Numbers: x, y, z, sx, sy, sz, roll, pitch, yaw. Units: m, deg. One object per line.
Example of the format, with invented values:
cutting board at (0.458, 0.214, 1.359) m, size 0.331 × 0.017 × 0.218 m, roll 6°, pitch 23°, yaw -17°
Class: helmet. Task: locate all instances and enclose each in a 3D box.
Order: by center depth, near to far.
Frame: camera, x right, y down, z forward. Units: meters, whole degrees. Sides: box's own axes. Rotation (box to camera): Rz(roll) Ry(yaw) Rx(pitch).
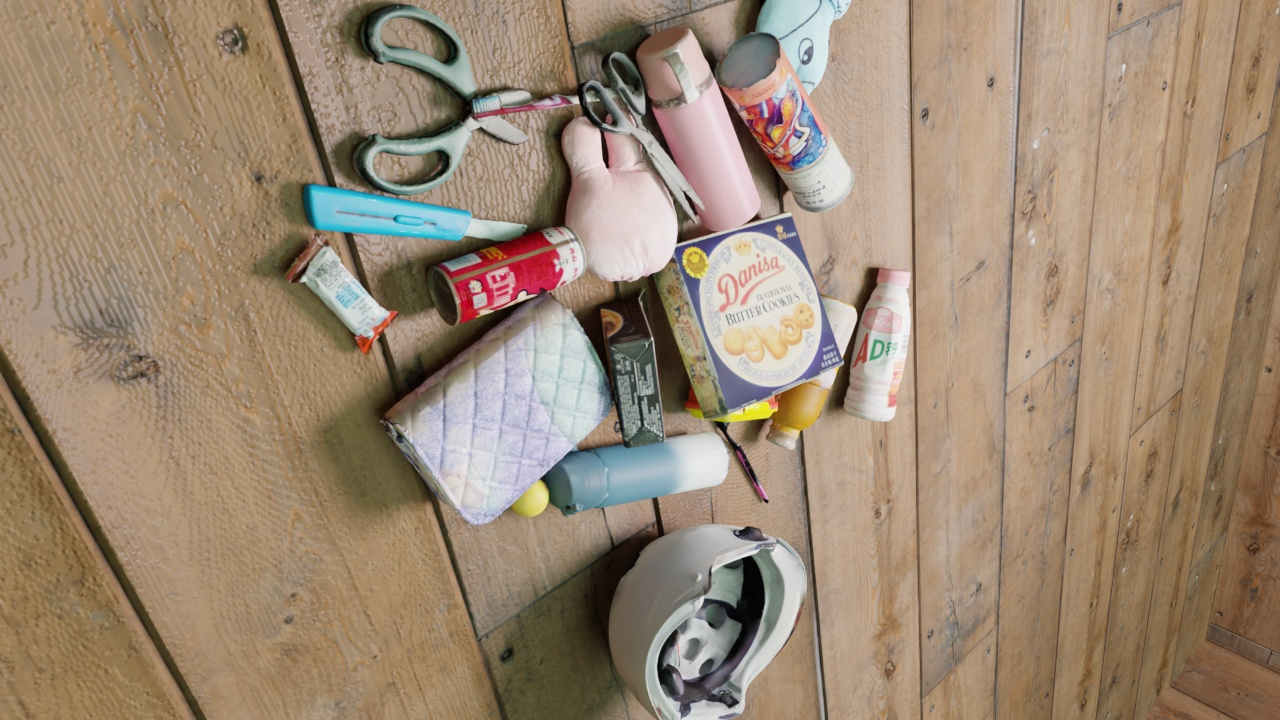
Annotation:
helmet at (0.061, 0.283, 1.041) m, size 0.258 × 0.146 × 0.229 m, roll -15°, pitch 117°, yaw -46°

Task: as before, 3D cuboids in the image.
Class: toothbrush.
toothbrush at (-0.072, -0.230, 0.799) m, size 0.187 × 0.016 × 0.017 m, roll -23°, pitch 115°, yaw -40°
toothbrush at (0.127, 0.119, 1.126) m, size 0.017 × 0.014 × 0.189 m, roll -55°, pitch 135°, yaw -26°

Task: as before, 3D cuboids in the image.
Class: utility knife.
utility knife at (-0.179, -0.116, 0.760) m, size 0.204 × 0.018 × 0.034 m, roll 0°, pitch 106°, yaw -43°

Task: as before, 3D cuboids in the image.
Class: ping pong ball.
ping pong ball at (-0.110, 0.134, 0.902) m, size 0.040 × 0.040 × 0.040 m, roll -17°, pitch 117°, yaw -36°

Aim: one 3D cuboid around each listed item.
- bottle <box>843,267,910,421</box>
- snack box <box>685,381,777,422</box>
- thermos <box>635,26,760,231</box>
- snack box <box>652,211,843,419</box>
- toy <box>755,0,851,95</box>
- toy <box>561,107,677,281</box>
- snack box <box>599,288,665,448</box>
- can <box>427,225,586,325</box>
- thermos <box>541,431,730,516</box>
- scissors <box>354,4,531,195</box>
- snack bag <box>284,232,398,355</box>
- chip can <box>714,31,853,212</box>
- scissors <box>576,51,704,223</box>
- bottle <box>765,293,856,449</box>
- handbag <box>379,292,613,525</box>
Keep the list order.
bottle at (0.315, -0.022, 1.202) m, size 0.068 × 0.068 × 0.197 m, roll -2°, pitch 104°, yaw -41°
snack box at (0.101, 0.024, 1.025) m, size 0.091 × 0.082 × 0.080 m, roll -3°, pitch 95°, yaw -41°
thermos at (0.059, -0.217, 0.884) m, size 0.067 × 0.087 × 0.199 m, roll -26°, pitch 129°, yaw 2°
snack box at (0.115, -0.051, 0.972) m, size 0.177 × 0.046 × 0.182 m, roll -20°, pitch 91°, yaw -35°
toy at (0.167, -0.357, 0.948) m, size 0.156 × 0.050 × 0.161 m, roll -34°, pitch 116°, yaw -26°
toy at (-0.021, -0.153, 0.860) m, size 0.121 × 0.054 × 0.159 m, roll -22°, pitch 108°, yaw -34°
snack box at (-0.005, 0.005, 0.908) m, size 0.053 × 0.125 × 0.113 m, roll -10°, pitch 116°, yaw -4°
can at (-0.115, -0.076, 0.803) m, size 0.132 × 0.053 × 0.053 m, roll -24°, pitch 121°, yaw -30°
thermos at (-0.003, 0.116, 0.975) m, size 0.220 × 0.070 × 0.070 m, roll -3°, pitch 108°, yaw -40°
scissors at (-0.161, -0.218, 0.734) m, size 0.174 × 0.019 × 0.176 m, roll -30°, pitch 123°, yaw -30°
snack bag at (-0.235, -0.051, 0.729) m, size 0.048 × 0.026 × 0.104 m, roll -56°, pitch 133°, yaw -18°
chip can at (0.153, -0.241, 0.948) m, size 0.071 × 0.071 × 0.214 m, roll -58°, pitch 140°, yaw -7°
scissors at (0.010, -0.207, 0.849) m, size 0.170 × 0.014 × 0.150 m, roll 7°, pitch 83°, yaw -40°
bottle at (0.201, 0.014, 1.111) m, size 0.068 × 0.068 × 0.189 m, roll 16°, pitch 96°, yaw -44°
handbag at (-0.125, 0.044, 0.832) m, size 0.193 × 0.076 × 0.134 m, roll -41°, pitch 125°, yaw -24°
